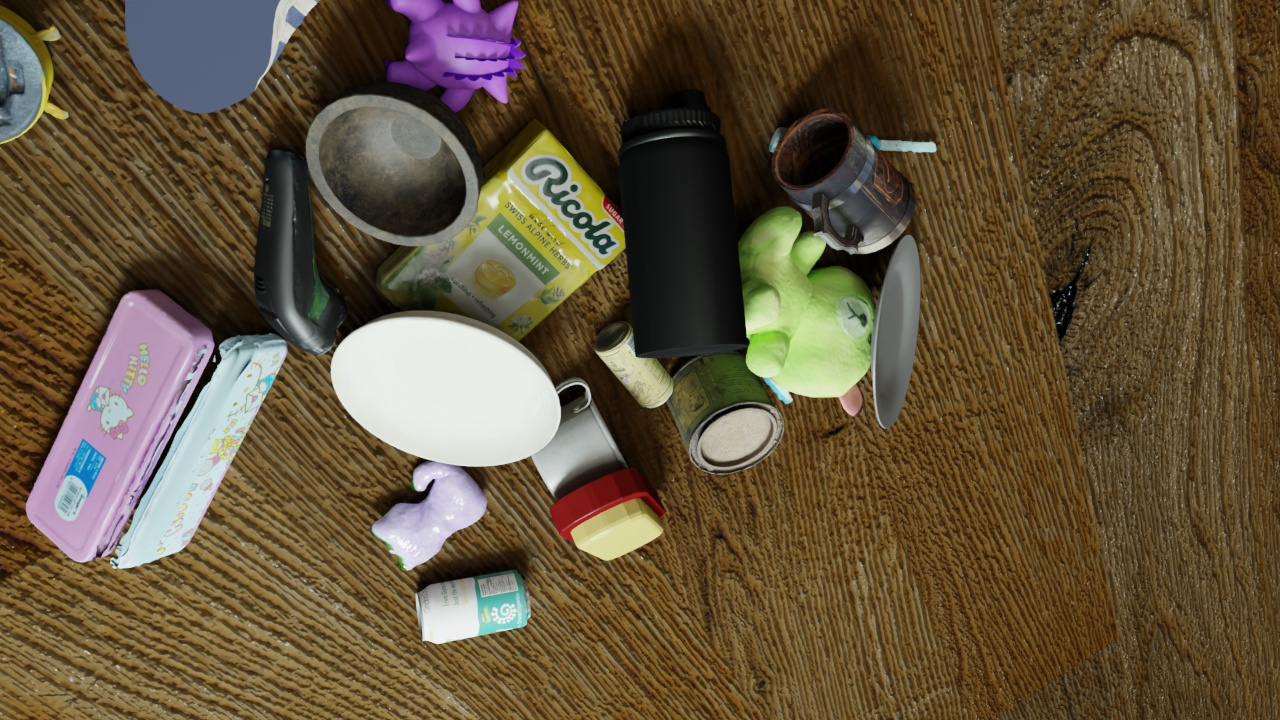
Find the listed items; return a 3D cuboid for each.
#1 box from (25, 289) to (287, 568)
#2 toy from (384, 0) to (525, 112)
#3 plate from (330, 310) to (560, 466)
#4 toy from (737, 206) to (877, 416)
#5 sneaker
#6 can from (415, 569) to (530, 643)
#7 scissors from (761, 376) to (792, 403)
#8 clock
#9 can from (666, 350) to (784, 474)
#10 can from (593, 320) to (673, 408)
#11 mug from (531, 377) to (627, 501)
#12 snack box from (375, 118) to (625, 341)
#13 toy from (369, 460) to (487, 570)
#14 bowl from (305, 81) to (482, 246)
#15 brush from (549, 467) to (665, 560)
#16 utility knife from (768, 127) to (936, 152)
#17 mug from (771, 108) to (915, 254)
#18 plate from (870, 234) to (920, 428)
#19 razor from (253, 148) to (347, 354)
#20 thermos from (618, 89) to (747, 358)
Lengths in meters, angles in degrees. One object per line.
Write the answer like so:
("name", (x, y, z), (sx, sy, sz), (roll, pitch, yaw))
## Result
("box", (-0.367, 0.051, 0.704), (0.090, 0.091, 0.214), (35, 104, 11))
("toy", (-0.127, -0.216, 0.635), (0.088, 0.056, 0.106), (-3, 125, -23))
("plate", (-0.152, 0.019, 0.733), (0.182, 0.034, 0.183), (5, 139, 4))
("toy", (0.137, -0.039, 0.809), (0.197, 0.107, 0.149), (44, 53, -43))
("sneaker", (-0.225, -0.263, 0.572), (0.091, 0.118, 0.234), (38, 132, -25))
("can", (-0.159, 0.233, 0.871), (0.101, 0.055, 0.055), (-6, 119, -19))
("scissors", (0.120, -0.010, 0.876), (0.139, 0.013, 0.118), (10, 111, -24))
("clock", (-0.411, -0.174, 0.544), (0.118, 0.057, 0.083), (-1, 118, -22))
("can", (0.077, 0.048, 0.840), (0.089, 0.074, 0.090), (-10, 133, -11))
("can", (-0.005, 0.005, 0.816), (0.038, 0.038, 0.079), (-38, 124, 1))
("mug", (-0.061, 0.068, 0.801), (0.070, 0.084, 0.113), (-28, 125, -3))
("snack box", (-0.106, -0.083, 0.723), (0.181, 0.045, 0.121), (-41, 124, 4))
("toy", (-0.190, 0.134, 0.817), (0.099, 0.036, 0.080), (-35, 115, -6))
("bowl", (-0.166, -0.146, 0.649), (0.121, 0.056, 0.121), (6, 135, 6))
("brush", (-0.023, 0.144, 0.826), (0.082, 0.042, 0.173), (-27, 161, 1))
("utility knife", (0.190, -0.186, 0.802), (0.166, 0.015, 0.022), (0, 117, -20))
("mug", (0.168, -0.132, 0.757), (0.080, 0.115, 0.107), (-17, 149, 35))
("plate", (0.233, -0.027, 0.846), (0.178, 0.012, 0.178), (-25, 118, -59))
("razor", (-0.249, -0.079, 0.673), (0.067, 0.054, 0.151), (-16, 117, -45))
("thermos", (0.030, -0.105, 0.703), (0.086, 0.086, 0.198), (-4, 85, -20))
